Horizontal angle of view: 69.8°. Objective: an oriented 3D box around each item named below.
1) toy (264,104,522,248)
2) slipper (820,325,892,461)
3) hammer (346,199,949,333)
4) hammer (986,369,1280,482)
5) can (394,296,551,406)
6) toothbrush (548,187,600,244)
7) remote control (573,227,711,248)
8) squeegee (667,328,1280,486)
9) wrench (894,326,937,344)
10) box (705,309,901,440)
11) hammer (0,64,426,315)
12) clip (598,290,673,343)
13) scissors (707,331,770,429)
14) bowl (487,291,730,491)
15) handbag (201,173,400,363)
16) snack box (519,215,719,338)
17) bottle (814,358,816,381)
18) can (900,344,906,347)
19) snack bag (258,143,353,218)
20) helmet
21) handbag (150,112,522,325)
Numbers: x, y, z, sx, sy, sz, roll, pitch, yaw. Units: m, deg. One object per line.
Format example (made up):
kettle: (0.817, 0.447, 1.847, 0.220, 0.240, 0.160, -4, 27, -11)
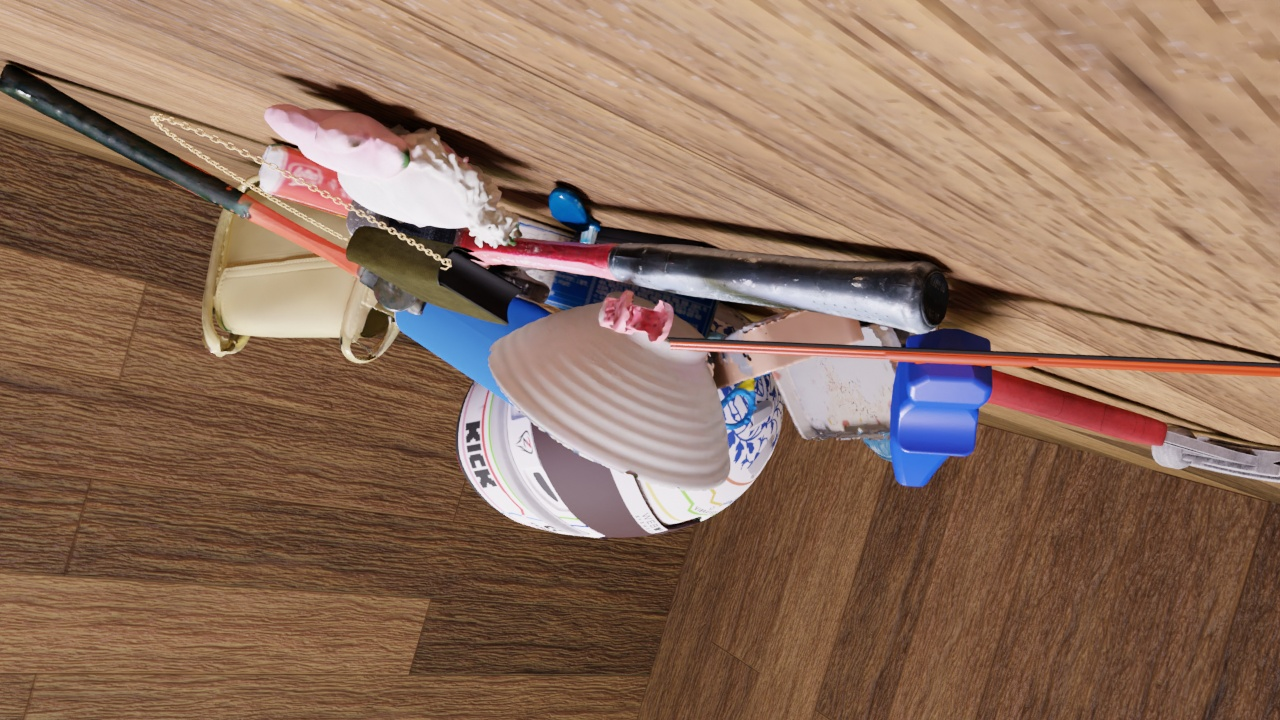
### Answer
toy: (-0.110, -0.088, 0.410, 0.096, 0.041, 0.108, 16, 174, 33)
slipper: (0.179, 0.013, 0.706, 0.059, 0.104, 0.213, -24, -175, 3)
hammer: (-0.002, -0.048, 0.476, 0.327, 0.036, 0.140, 11, 176, 38)
hammer: (0.363, 0.047, 0.704, 0.315, 0.036, 0.126, 15, 178, -21)
can: (-0.125, -0.025, 0.744, 0.146, 0.079, 0.079, 31, -174, 20)
toothbrush: (-0.035, -0.078, 0.511, 0.021, 0.016, 0.132, 12, -179, 4)
remote control: (0.006, -0.070, 0.569, 0.039, 0.010, 0.125, 16, -179, -39)
squeegee: (0.150, 0.025, 0.469, 0.249, 0.055, 0.185, 3, 153, 11)
wrench: (0.173, -0.022, 0.562, 0.047, 0.009, 0.273, 17, -179, 19)
box: (0.100, 0.019, 0.638, 0.105, 0.096, 0.216, -12, 176, -10)
hammer: (-0.301, -0.121, 0.658, 0.333, 0.033, 0.133, 29, 179, -6)
clip: (0.000, -0.021, 0.460, 0.037, 0.022, 0.058, 13, -178, -19)
scissors: (0.091, -0.003, 0.767, 0.105, 0.131, 0.019, 53, 155, -9)
bowl: (-0.004, 0.003, 0.596, 0.177, 0.071, 0.177, 26, -162, -9)
handbag: (-0.293, -0.083, 0.835, 0.233, 0.190, 0.088, 3, 157, 30)
snack box: (-0.053, -0.066, 0.698, 0.226, 0.059, 0.059, 16, -175, -16)
bottle: (0.218, 0.012, 0.870, 0.162, 0.056, 0.056, 17, -179, 27)
can: (0.227, 0.010, 0.748, 0.044, 0.044, 0.107, 16, -179, -16)
snack bag: (-0.216, -0.124, 0.676, 0.116, 0.036, 0.077, 16, -179, -17)
helmet: (0.011, 0.045, 0.865, 0.237, 0.231, 0.313, -13, 179, 32)
handbag: (-0.133, -0.064, 0.412, 0.084, 0.027, 0.178, 16, 170, 36)
